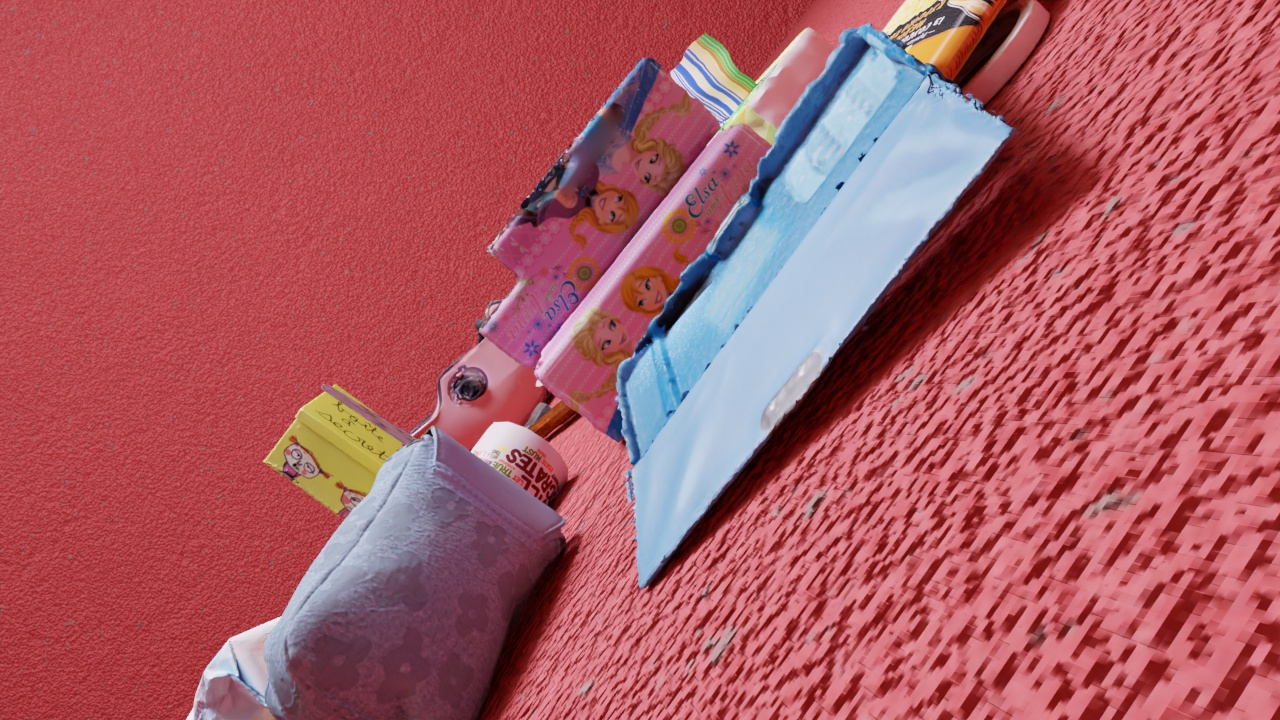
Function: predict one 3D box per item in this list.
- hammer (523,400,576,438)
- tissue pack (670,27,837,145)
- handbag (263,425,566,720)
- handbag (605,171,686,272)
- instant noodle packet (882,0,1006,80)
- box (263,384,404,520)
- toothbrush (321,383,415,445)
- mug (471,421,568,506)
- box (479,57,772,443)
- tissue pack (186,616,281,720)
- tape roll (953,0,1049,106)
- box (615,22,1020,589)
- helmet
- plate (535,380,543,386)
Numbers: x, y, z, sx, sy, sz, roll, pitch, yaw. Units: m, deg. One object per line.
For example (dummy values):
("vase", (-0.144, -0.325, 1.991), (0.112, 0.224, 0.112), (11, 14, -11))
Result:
("hammer", (-0.079, 0.052, 0.942), (0.110, 0.028, 0.302), (-55, 9, -31))
("tissue pack", (0.086, -0.219, 0.823), (0.120, 0.141, 0.198), (-55, 9, -25))
("handbag", (-0.125, 0.135, 0.511), (0.119, 0.122, 0.191), (-44, 16, 38))
("handbag", (0.015, -0.135, 0.803), (0.176, 0.072, 0.195), (158, 122, -74))
("instant noodle packet", (0.152, -0.170, 0.522), (0.220, 0.032, 0.160), (-54, 11, -19))
("box", (-0.266, 0.126, 0.959), (0.081, 0.221, 0.124), (-50, 6, 5))
("toothbrush", (-0.131, 0.066, 0.606), (0.010, 0.181, 0.010), (-61, 14, -25))
("mug", (-0.120, 0.106, 0.711), (0.105, 0.073, 0.089), (-5, 40, 42))
("box", (-0.004, -0.079, 0.634), (0.230, 0.159, 0.035), (-52, 6, -2))
("tissue pack", (-0.244, 0.229, 0.668), (0.181, 0.070, 0.112), (-12, -37, -55))
("tape roll", (0.174, -0.150, 0.485), (0.093, 0.013, 0.093), (-49, 8, 10))
("box", (0.062, -0.027, 0.411), (0.232, 0.033, 0.174), (-54, 22, 25))
("helmet", (-0.216, 0.038, 1.322), (0.255, 0.152, 0.230), (-55, 11, -16))
("plate", (-0.036, -0.028, 1.002), (0.189, 0.027, 0.188), (-41, 9, 8))
